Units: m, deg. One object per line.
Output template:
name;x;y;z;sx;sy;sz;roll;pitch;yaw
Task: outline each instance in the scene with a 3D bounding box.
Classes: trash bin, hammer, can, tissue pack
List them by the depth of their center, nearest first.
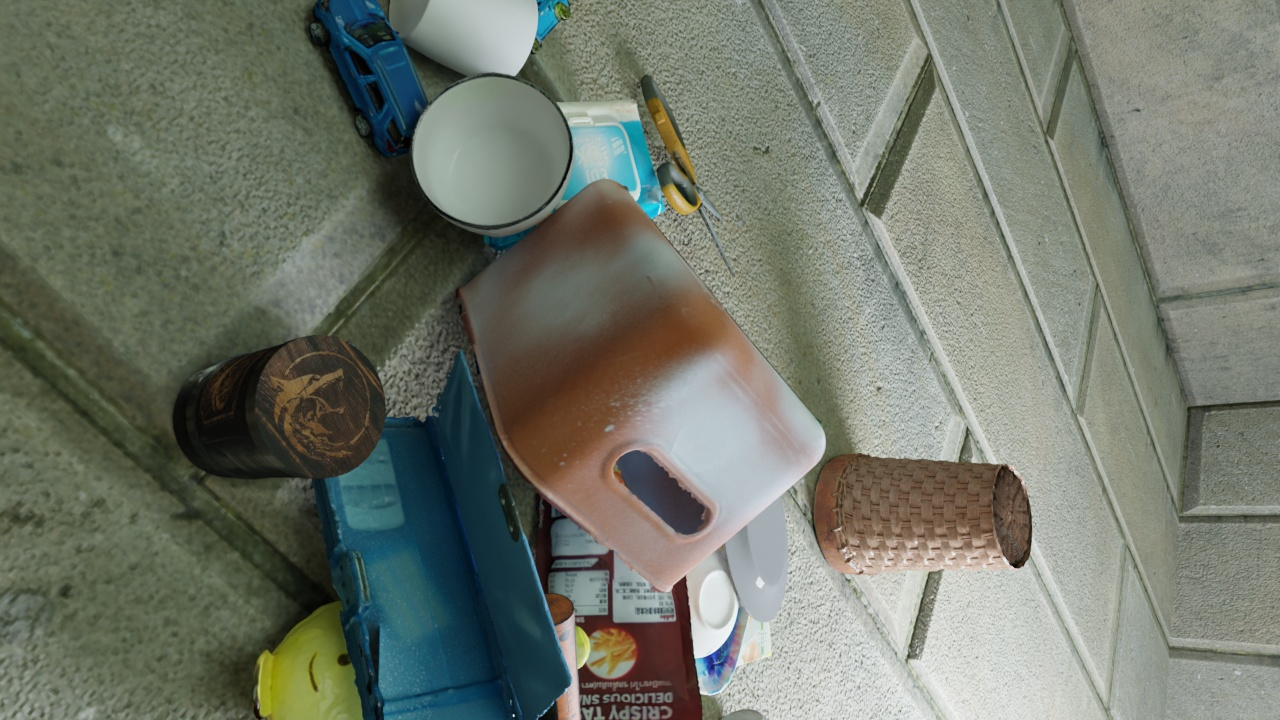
hammer;-0.064;0.291;0.640;0.137;0.035;0.315;-33;134;-40
trash bin;-0.004;0.004;0.656;0.181;0.157;0.259;46;9;-34
tissue pack;-0.066;-0.163;0.790;0.208;0.066;0.117;-20;98;-48
can;0.111;0.402;0.912;0.053;0.054;0.096;-25;103;-49
trash bin;0.334;0.182;1.091;0.151;0.211;0.151;12;74;-48

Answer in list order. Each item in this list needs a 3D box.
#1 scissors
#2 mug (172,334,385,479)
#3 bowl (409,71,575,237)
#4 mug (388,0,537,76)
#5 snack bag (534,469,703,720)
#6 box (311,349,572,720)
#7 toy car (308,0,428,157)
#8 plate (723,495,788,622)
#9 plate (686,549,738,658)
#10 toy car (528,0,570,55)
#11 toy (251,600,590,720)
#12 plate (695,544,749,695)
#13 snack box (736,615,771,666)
scissors;0.046;-0.177;0.912;0.225;0.016;0.228;64;17;-11
mug;-0.208;0.020;0.555;0.080;0.107;0.115;58;45;-26
bowl;-0.104;-0.143;0.673;0.066;0.116;0.116;88;0;-83
mug;-0.144;-0.278;0.716;0.087;0.081;0.114;10;45;-43
snack bag;-0.024;0.192;0.736;0.067;0.139;0.207;92;-4;-67
box;-0.127;0.112;0.552;0.094;0.112;0.231;1;53;-36
toy car;-0.189;-0.210;0.665;0.056;0.044;0.120;-42;115;-45
plate;0.121;0.167;0.910;0.178;0.012;0.178;33;52;-56
plate;0.060;0.217;0.834;0.104;0.026;0.104;13;73;-45
toy car;-0.097;-0.284;0.784;0.032;0.048;0.105;52;49;-31
toy;-0.149;0.204;0.613;0.149;0.084;0.213;54;43;1
plate;0.043;0.198;0.853;0.187;0.016;0.186;42;54;-33
snack box;0.072;0.239;0.912;0.167;0.027;0.132;6;78;-49
